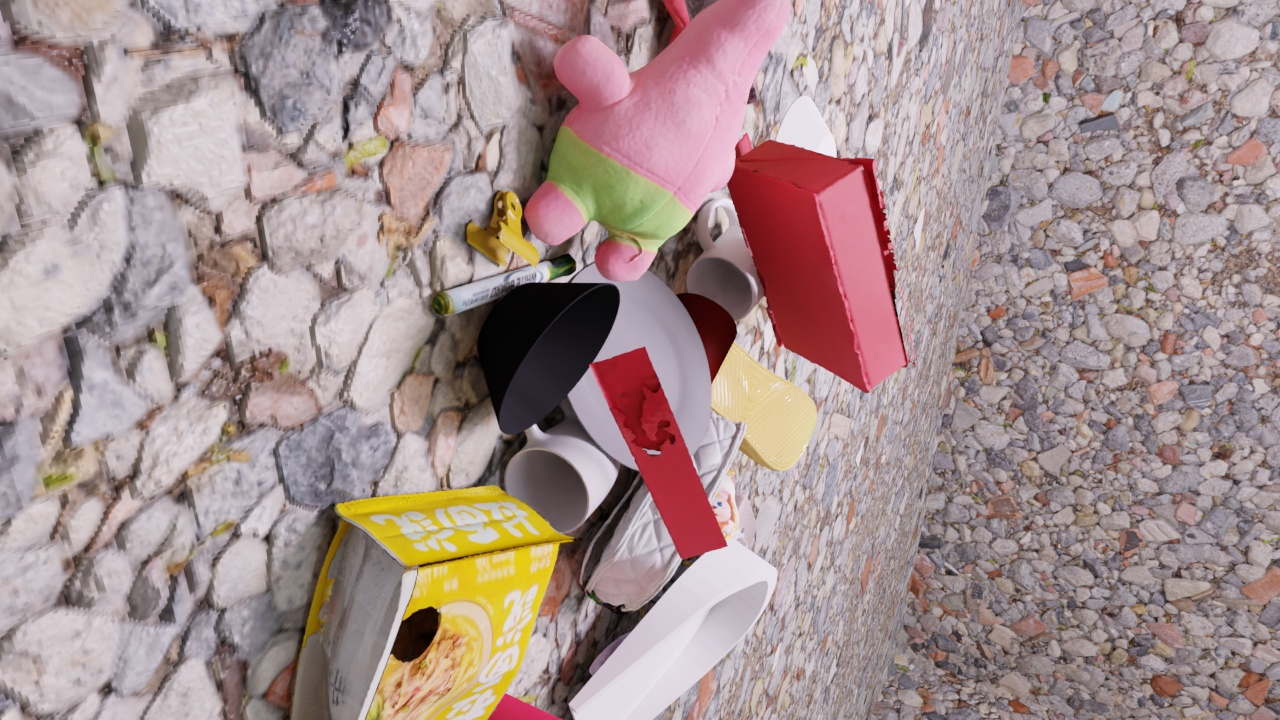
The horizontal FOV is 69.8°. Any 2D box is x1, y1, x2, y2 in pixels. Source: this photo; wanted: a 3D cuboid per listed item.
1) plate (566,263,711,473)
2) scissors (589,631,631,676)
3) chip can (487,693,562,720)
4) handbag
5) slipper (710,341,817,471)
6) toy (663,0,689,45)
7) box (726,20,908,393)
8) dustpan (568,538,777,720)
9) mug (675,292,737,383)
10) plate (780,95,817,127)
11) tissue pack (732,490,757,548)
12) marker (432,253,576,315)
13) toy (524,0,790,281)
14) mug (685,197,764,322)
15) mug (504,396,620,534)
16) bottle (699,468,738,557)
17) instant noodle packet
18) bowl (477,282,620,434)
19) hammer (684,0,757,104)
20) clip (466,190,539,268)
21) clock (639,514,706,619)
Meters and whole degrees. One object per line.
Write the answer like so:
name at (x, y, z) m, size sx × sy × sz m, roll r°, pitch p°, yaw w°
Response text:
plate at (-0.005, 0.004, 0.747) m, size 0.178 × 0.012 × 0.178 m, roll 21°, pitch 61°, yaw -42°
scissors at (-0.006, 0.302, 0.940) m, size 0.170 × 0.013 × 0.176 m, roll -16°, pitch 135°, yaw -54°
chip can at (-0.042, 0.316, 0.686) m, size 0.069 × 0.221 × 0.069 m, roll -40°, pitch 137°, yaw -50°
handbag at (0.018, 0.132, 0.859) m, size 0.194 × 0.072 × 0.139 m, roll -57°, pitch 179°, yaw -33°
slipper at (0.106, 0.046, 1.016) m, size 0.263 × 0.078 × 0.099 m, roll 38°, pitch 68°, yaw -44°
toy at (0.050, -0.261, 0.765) m, size 0.091 × 0.045 × 0.135 m, roll -65°, pitch 149°, yaw -30°
box at (0.202, -0.159, 0.891) m, size 0.373 × 0.148 × 0.213 m, roll -58°, pitch 136°, yaw -42°
dustpan at (0.044, 0.301, 0.945) m, size 0.257 × 0.053 × 0.192 m, roll -44°, pitch 151°, yaw -26°
mug at (0.038, -0.001, 0.864) m, size 0.082 × 0.073 × 0.106 m, roll -60°, pitch 175°, yaw -29°
plate at (0.202, -0.226, 1.102) m, size 0.173 × 0.036 × 0.174 m, roll -40°, pitch 137°, yaw -50°
tissue pack at (0.091, 0.251, 1.106) m, size 0.181 × 0.071 × 0.104 m, roll -58°, pitch 150°, yaw -25°
marker at (-0.089, -0.053, 0.629) m, size 0.146 × 0.017 × 0.017 m, roll -29°, pitch 129°, yaw -56°
toy at (0.018, -0.170, 0.650) m, size 0.237 × 0.097 × 0.192 m, roll -52°, pitch 140°, yaw 10°
mug at (0.091, -0.107, 0.916) m, size 0.090 × 0.074 × 0.110 m, roll -47°, pitch 117°, yaw -45°
mug at (-0.059, 0.066, 0.712) m, size 0.089 × 0.071 × 0.107 m, roll -41°, pitch 111°, yaw -60°
bottle at (0.081, 0.175, 1.044) m, size 0.063 × 0.063 × 0.108 m, roll 34°, pitch 65°, yaw -63°
instant noodle packet at (-0.145, 0.203, 0.598) m, size 0.162 × 0.084 × 0.222 m, roll 5°, pitch 106°, yaw -62°
bowl at (-0.073, -0.015, 0.623) m, size 0.123 × 0.052 × 0.124 m, roll -49°, pitch 165°, yaw -18°
hammer at (0.099, -0.345, 0.779) m, size 0.299 × 0.037 × 0.218 m, roll -43°, pitch 122°, yaw -56°
clip at (-0.090, -0.086, 0.606) m, size 0.048 × 0.046 × 0.054 m, roll -42°, pitch 154°, yaw 8°
clock at (0.027, 0.202, 0.958) m, size 0.147 × 0.056 × 0.104 m, roll -66°, pitch 153°, yaw -23°
